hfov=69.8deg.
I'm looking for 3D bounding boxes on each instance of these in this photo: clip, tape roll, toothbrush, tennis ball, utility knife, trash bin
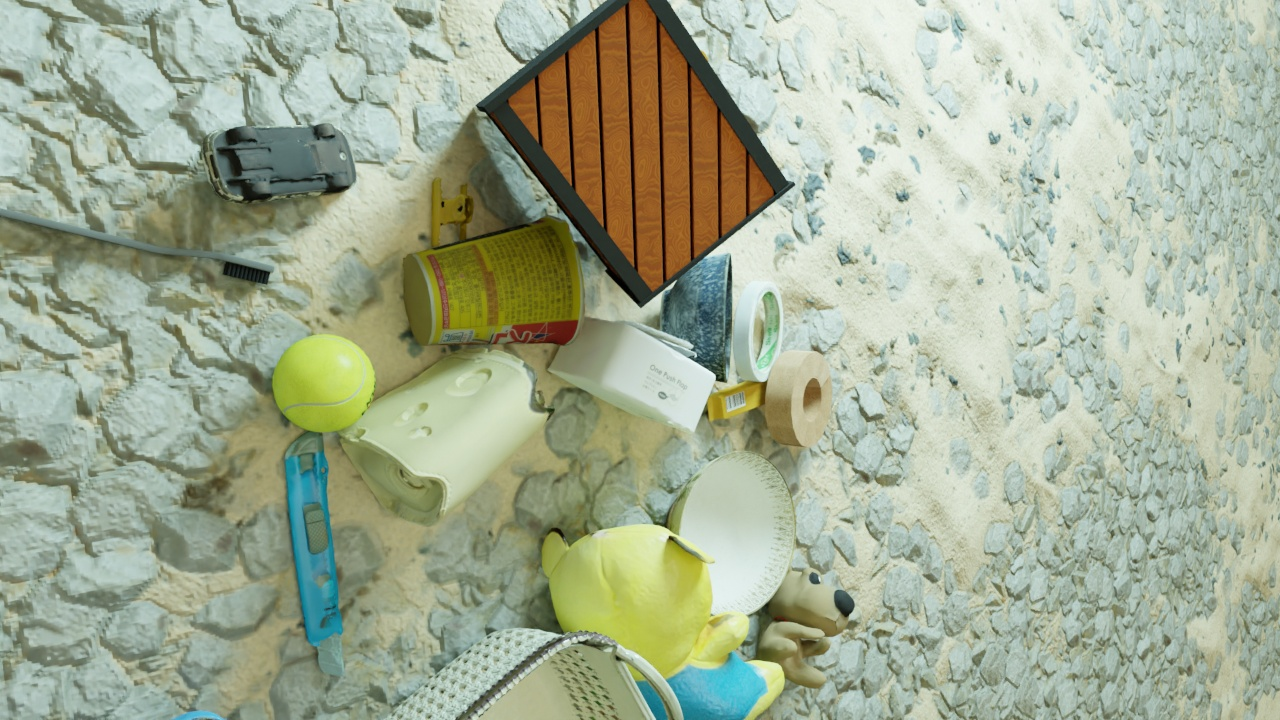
[{"bbox_3d":[-0.140,-0.111,0.686,0.047,0.046,0.054,2,88,7],"label":"clip"},{"bbox_3d":[0.156,0.037,0.900,0.093,0.027,0.094,-9,101,-54],"label":"tape roll"},{"bbox_3d":[-0.313,-0.073,0.568,0.167,0.013,0.013,14,89,-37],"label":"toothbrush"},{"bbox_3d":[0.112,-0.027,0.867,0.093,0.018,0.094,-21,114,-60],"label":"tape roll"},{"bbox_3d":[-0.210,0.015,0.612,0.065,0.065,0.065,1,88,-38],"label":"tennis ball"},{"bbox_3d":[-0.222,0.135,0.633,0.031,0.015,0.175,-9,96,-33],"label":"utility knife"},{"bbox_3d":[-0.010,-0.162,0.682,0.139,0.139,0.172,-39,110,0],"label":"trash bin"}]

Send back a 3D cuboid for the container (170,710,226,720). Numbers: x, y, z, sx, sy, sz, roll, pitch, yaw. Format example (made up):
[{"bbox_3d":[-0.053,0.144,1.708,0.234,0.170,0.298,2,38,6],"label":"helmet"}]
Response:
[{"bbox_3d":[-0.374,0.359,0.463,0.361,0.089,0.257,-16,99,-37],"label":"container"}]

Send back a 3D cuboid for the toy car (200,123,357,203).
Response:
[{"bbox_3d":[-0.239,-0.131,0.613,0.112,0.041,0.048,-22,103,-54],"label":"toy car"}]

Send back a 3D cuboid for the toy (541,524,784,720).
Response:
[{"bbox_3d":[0.014,0.221,0.736,0.083,0.149,0.214,-82,149,-66],"label":"toy"}]

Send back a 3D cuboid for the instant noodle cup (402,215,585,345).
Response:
[{"bbox_3d":[-0.112,-0.051,0.679,0.112,0.100,0.100,-13,97,-28],"label":"instant noodle cup"}]

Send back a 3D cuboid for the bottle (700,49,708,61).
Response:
[{"bbox_3d":[0.030,-0.186,0.799,0.067,0.068,0.157,-5,92,-38],"label":"bottle"}]

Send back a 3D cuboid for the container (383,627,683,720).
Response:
[{"bbox_3d":[-0.101,0.304,0.642,0.250,0.143,0.185,-37,109,-32],"label":"container"}]

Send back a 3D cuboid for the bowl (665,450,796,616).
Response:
[{"bbox_3d":[0.068,0.153,0.825,0.145,0.063,0.145,1,88,-39],"label":"bowl"}]

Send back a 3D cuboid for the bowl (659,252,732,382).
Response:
[{"bbox_3d":[0.049,-0.038,0.807,0.114,0.061,0.114,3,89,-81],"label":"bowl"}]

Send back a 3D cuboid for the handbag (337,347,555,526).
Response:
[{"bbox_3d":[-0.131,0.050,0.643,0.119,0.111,0.081,-39,112,-32],"label":"handbag"}]

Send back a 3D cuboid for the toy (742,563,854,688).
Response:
[{"bbox_3d":[0.149,0.247,0.870,0.134,0.106,0.108,49,51,-21],"label":"toy"}]

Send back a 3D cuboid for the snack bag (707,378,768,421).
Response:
[{"bbox_3d":[0.098,0.034,0.877,0.099,0.020,0.026,-18,105,-37],"label":"snack bag"}]

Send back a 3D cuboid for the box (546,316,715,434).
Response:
[{"bbox_3d":[0.001,-0.006,0.751,0.107,0.102,0.095,32,81,-33],"label":"box"}]
